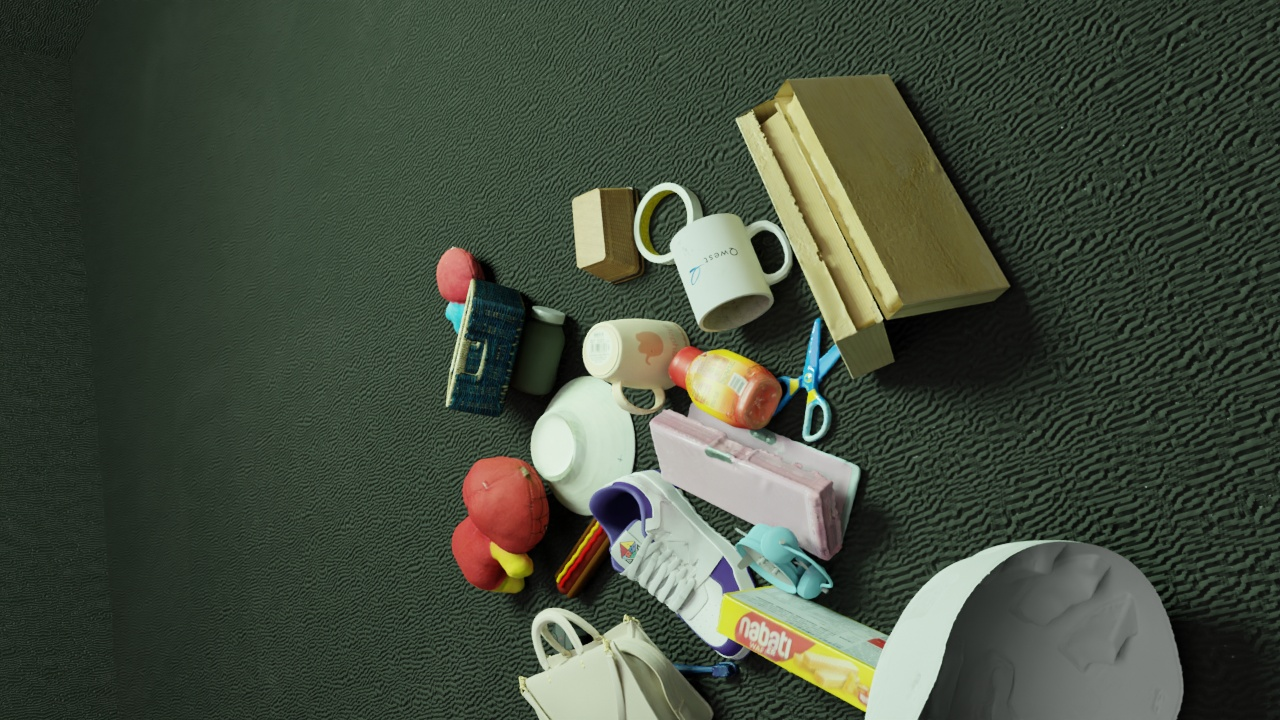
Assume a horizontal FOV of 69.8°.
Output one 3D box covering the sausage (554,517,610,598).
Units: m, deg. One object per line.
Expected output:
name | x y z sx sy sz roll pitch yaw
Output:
sausage | -0.059 0.230 1.122 0.040 0.040 0.156 51 120 34

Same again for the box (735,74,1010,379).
box | 0.193 -0.134 0.847 0.180 0.141 0.248 -34 65 30

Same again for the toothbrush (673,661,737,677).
toothbrush | 0.032 0.351 1.041 0.190 0.017 0.016 -18 73 42

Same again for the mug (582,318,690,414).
mug | -0.006 0.006 1.042 0.085 0.104 0.111 -19 73 42

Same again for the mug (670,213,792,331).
mug | 0.102 -0.099 0.972 0.120 0.083 0.096 -23 69 11

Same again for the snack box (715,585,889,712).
snack box | 0.175 0.268 0.857 0.201 0.092 0.042 16 98 43

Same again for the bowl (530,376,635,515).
bowl | -0.088 0.107 1.146 0.177 0.057 0.176 -5 84 44

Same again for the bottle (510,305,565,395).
bottle | -0.132 -0.013 1.195 0.060 0.060 0.108 25 104 42

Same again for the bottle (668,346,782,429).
bottle | 0.086 0.025 0.981 0.134 0.048 0.071 27 93 49

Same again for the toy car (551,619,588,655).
toy car | -0.083 0.364 1.132 0.036 0.042 0.091 -22 72 43

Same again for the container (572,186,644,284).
container | -0.041 -0.156 1.117 0.063 0.061 0.114 -14 78 43

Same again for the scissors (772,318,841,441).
scissors | 0.177 0.024 0.927 0.131 0.018 0.109 -52 57 30

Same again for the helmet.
helmet | 0.275 0.262 0.675 0.184 0.224 0.282 -140 56 -63

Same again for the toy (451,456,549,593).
toy | -0.182 0.208 1.178 0.147 0.098 0.217 51 140 26

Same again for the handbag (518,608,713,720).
handbag | -0.048 0.359 1.025 0.195 0.101 0.198 -35 90 37

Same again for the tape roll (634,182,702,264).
tape roll | 0.032 -0.160 1.076 0.094 0.019 0.094 -4 85 44

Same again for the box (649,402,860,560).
box | 0.120 0.114 0.963 0.233 0.080 0.099 19 135 44

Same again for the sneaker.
sneaker | 0.029 0.215 0.988 0.244 0.111 0.092 51 120 34

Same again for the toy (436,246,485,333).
toy | -0.255 -0.098 1.325 0.092 0.062 0.133 8 110 56

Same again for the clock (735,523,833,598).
clock | 0.141 0.198 0.896 0.042 0.087 0.123 -48 20 -19

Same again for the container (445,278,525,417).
container | -0.201 -0.020 1.197 0.187 0.071 0.145 -128 52 -74
